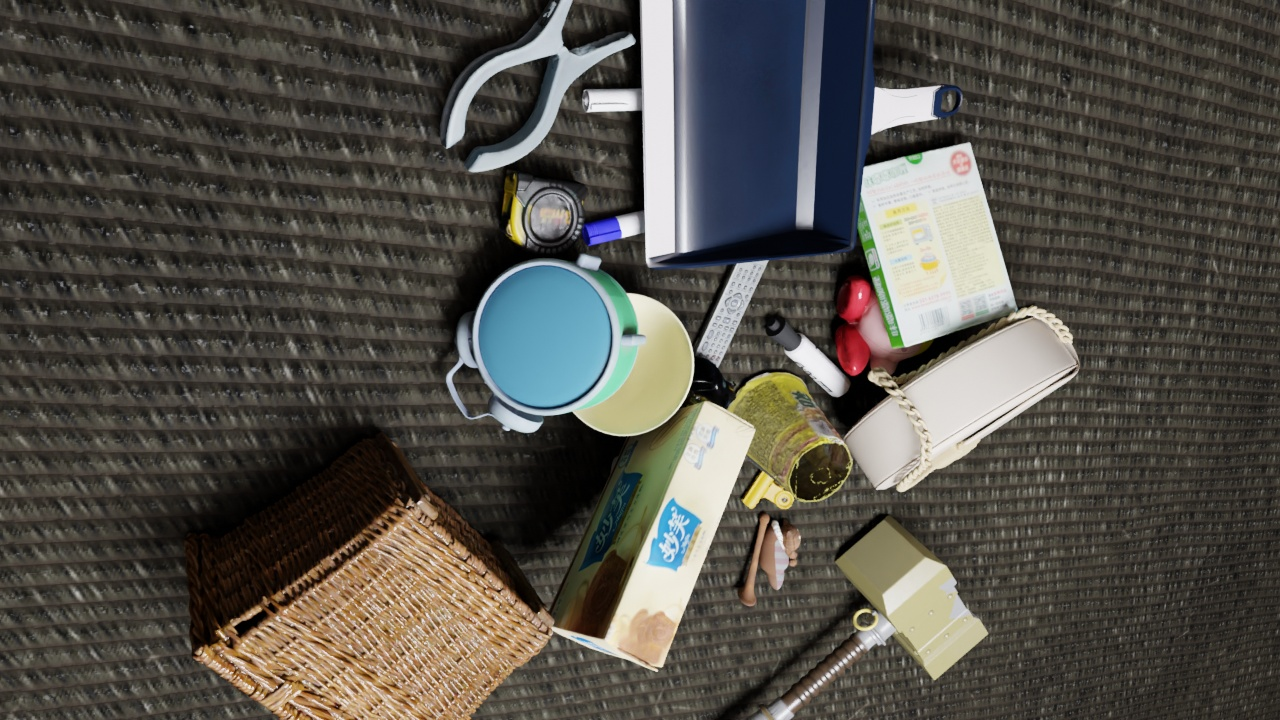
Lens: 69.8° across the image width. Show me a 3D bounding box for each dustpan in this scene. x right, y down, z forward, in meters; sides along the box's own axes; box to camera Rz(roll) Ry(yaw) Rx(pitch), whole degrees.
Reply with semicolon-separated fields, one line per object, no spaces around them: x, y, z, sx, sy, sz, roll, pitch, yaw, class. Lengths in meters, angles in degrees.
0.138;-0.201;0.742;0.272;0.080;0.237;-16;119;-29;dustpan

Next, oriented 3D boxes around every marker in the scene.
0.020;-0.121;0.776;0.141;0.020;0.020;-16;121;-18;marker
0.164;-0.004;0.901;0.025;0.025;0.126;-49;125;4;marker
0.018;-0.207;0.731;0.133;0.020;0.017;-7;137;-22;marker

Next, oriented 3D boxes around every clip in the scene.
-0.091;-0.218;0.669;0.163;0.028;0.108;-43;127;-1;clip
0.136;0.135;0.968;0.046;0.035;0.053;29;99;-15;clip

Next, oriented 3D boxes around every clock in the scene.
-0.082;-0.009;0.732;0.162;0.075;0.122;-31;84;14;clock

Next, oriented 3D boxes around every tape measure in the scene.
0.047;0.033;0.848;0.072;0.042;0.072;32;118;-31;tape measure
-0.077;-0.115;0.725;0.067;0.038;0.063;2;106;-30;tape measure

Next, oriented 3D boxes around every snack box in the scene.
0.269;-0.108;0.851;0.131;0.027;0.168;-16;91;-18;snack box
0.004;0.144;0.773;0.055;0.154;0.207;31;69;-16;snack box

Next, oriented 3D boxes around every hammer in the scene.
0.226;0.355;1.069;0.325;0.100;0.190;-40;125;-2;hammer

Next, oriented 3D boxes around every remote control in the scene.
0.082;-0.050;0.846;0.033;0.013;0.137;13;109;-30;remote control

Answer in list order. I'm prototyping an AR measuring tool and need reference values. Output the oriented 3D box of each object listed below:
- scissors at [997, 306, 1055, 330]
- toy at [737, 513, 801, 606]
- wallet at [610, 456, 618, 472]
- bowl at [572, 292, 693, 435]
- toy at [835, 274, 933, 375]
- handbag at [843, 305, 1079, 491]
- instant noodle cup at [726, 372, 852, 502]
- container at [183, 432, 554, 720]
0.403;-0.036;1.003;0.149;0.019;0.122;-35;121;-12;scissors
0.142;0.215;0.995;0.055;0.041;0.102;9;104;-5;toy
0.025;0.124;0.901;0.116;0.032;0.086;-1;104;-23;wallet
-0.005;0.005;0.790;0.118;0.118;0.074;-54;166;7;bowl
0.254;-0.049;0.903;0.131;0.097;0.124;-4;95;-8;toy
0.303;0.040;0.904;0.208;0.103;0.211;-24;162;-21;handbag
0.145;0.077;0.884;0.102;0.108;0.102;-11;121;-19;instant noodle cup
-0.208;0.197;0.753;0.183;0.162;0.250;-41;125;-8;container
